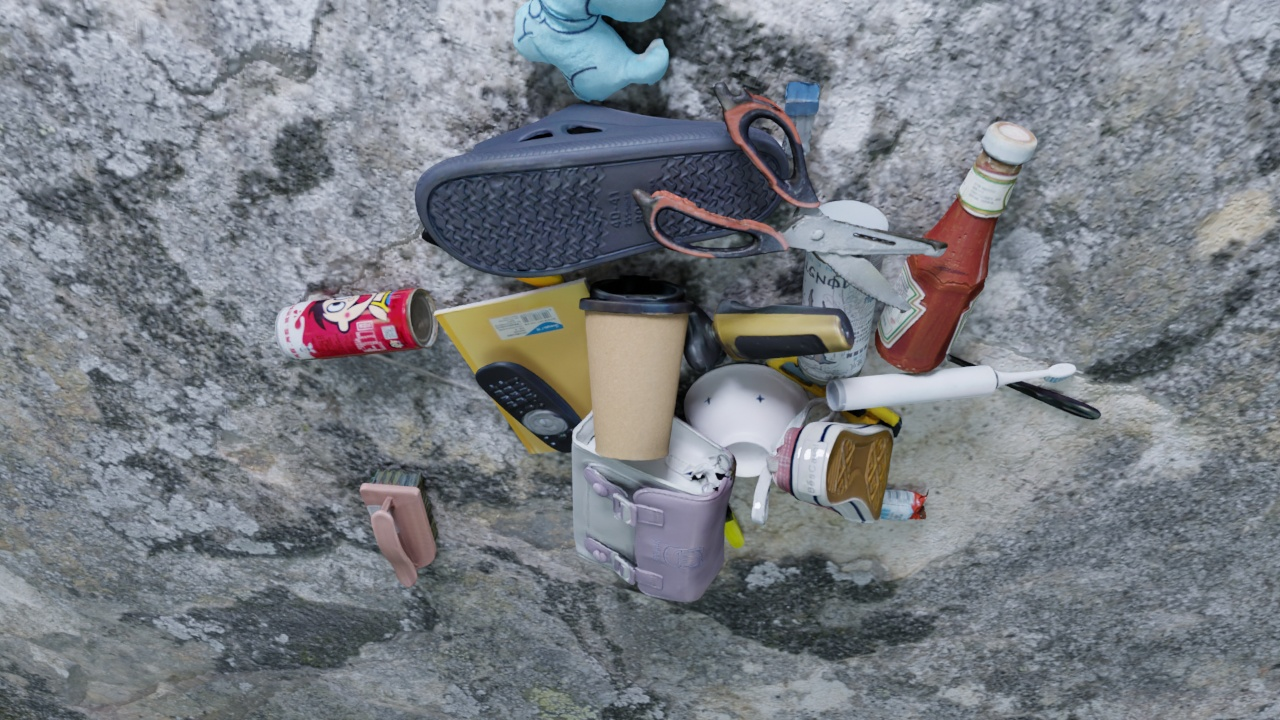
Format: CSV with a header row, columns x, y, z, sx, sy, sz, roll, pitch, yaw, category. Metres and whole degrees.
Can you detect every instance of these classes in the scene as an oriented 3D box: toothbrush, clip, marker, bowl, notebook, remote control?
x,y,z,sx,sy,sz,roll,pitch,yaw,category
0.261,0.019,0.758,0.221,0.026,0.026,-5,149,-12,toothbrush
0.112,-0.167,0.652,0.027,0.044,0.058,1,142,0,clip
0.322,0.021,0.794,0.181,0.018,0.016,19,129,-11,toothbrush
-0.123,-0.085,0.767,0.124,0.015,0.018,20,137,-8,marker
0.096,0.067,0.839,0.118,0.064,0.118,5,133,5,bowl
0.083,0.151,0.954,0.018,0.015,0.124,-13,126,19,marker
-0.078,0.015,0.843,0.146,0.010,0.206,-10,135,18,notebook
-0.096,0.040,0.845,0.053,0.024,0.136,-21,131,27,remote control

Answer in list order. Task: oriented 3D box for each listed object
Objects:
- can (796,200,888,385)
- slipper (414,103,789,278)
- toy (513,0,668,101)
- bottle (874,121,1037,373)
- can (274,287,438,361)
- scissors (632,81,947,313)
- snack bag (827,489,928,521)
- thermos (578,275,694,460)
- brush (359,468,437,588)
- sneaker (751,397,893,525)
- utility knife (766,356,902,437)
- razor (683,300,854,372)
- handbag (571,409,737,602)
x,y,z,sx,sy,sz,roll,pitch,yaw,category
0.157,-0.051,0.724,0.058,0.058,0.147,3,133,6,can
-0.028,-0.132,0.675,0.268,0.083,0.111,-9,137,-8,slipper
-0.030,-0.245,0.582,0.161,0.049,0.157,33,131,-26,toy
0.235,-0.080,0.687,0.060,0.059,0.207,11,132,-2,bottle
-0.251,-0.031,0.810,0.133,0.053,0.053,-5,131,14,can
0.103,-0.100,0.639,0.189,0.015,0.225,-22,116,13,scissors
0.234,0.141,0.911,0.105,0.026,0.045,6,142,5,snack bag
-0.004,0.004,0.740,0.093,0.093,0.143,3,98,6,thermos
-0.259,0.185,0.998,0.063,0.072,0.146,3,134,5,brush
0.154,0.089,0.783,0.088,0.118,0.240,9,175,29,sneaker
0.168,0.027,0.823,0.177,0.015,0.033,30,130,-18,utility knife
0.097,-0.019,0.727,0.168,0.067,0.062,0,136,50,razor
0.011,0.135,0.855,0.145,0.098,0.197,22,143,17,handbag
